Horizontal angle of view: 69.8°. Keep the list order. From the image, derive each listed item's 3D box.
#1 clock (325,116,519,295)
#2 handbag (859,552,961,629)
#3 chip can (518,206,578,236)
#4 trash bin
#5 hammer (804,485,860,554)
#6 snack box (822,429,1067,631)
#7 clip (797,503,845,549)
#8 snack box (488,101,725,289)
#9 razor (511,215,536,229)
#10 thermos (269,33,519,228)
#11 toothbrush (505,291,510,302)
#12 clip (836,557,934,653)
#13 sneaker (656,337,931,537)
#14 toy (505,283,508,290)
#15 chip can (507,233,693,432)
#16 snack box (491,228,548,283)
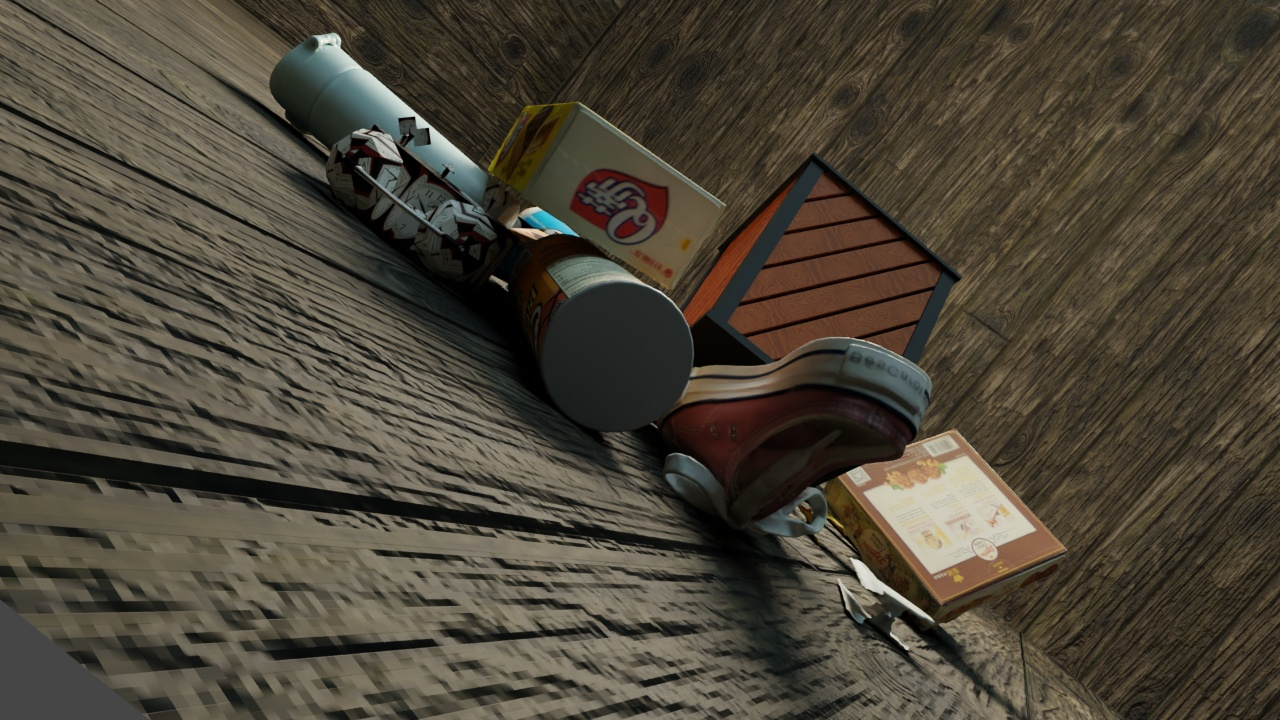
[{"bbox_3d":[-0.130,-0.099,0.562,0.114,0.065,0.154,38,3,-6],"label":"clock"},{"bbox_3d":[0.258,0.186,0.858,0.111,0.081,0.119,32,3,19],"label":"handbag"},{"bbox_3d":[-0.047,-0.068,0.947,0.229,0.080,0.079,42,5,26],"label":"chip can"},{"bbox_3d":[0.106,-0.017,0.660,0.139,0.171,0.140,38,-33,-6],"label":"trash bin"},{"bbox_3d":[0.128,0.095,1.009,0.328,0.039,0.131,41,3,23],"label":"hammer"},{"bbox_3d":[0.253,0.138,0.776,0.143,0.041,0.147,-14,48,-25],"label":"snack box"},{"bbox_3d":[0.143,0.131,0.765,0.049,0.045,0.054,20,7,-6],"label":"clip"},{"bbox_3d":[-0.035,-0.120,0.624,0.110,0.062,0.230,31,5,-20],"label":"snack box"},{"bbox_3d":[-0.138,-0.122,0.916,0.156,0.057,0.060,28,-36,63],"label":"razor"},{"bbox_3d":[-0.190,-0.161,0.703,0.207,0.078,0.065,40,34,1],"label":"thermos"},{"bbox_3d":[-0.027,-0.017,0.705,0.167,0.013,0.012,26,28,-1],"label":"toothbrush"},{"bbox_3d":[0.145,0.159,0.567,0.058,0.050,0.101,46,5,9],"label":"clip"},{"bbox_3d":[0.066,0.052,0.504,0.118,0.087,0.241,26,-16,-12],"label":"sneaker"},{"bbox_3d":[-0.061,-0.038,0.794,0.085,0.033,0.105,30,2,30],"label":"toy"},{"bbox_3d":[-0.033,-0.026,0.541,0.075,0.075,0.215,38,3,-18],"label":"chip can"},{"bbox_3d":[-0.068,-0.072,0.726,0.087,0.034,0.151,26,10,3],"label":"snack box"}]
